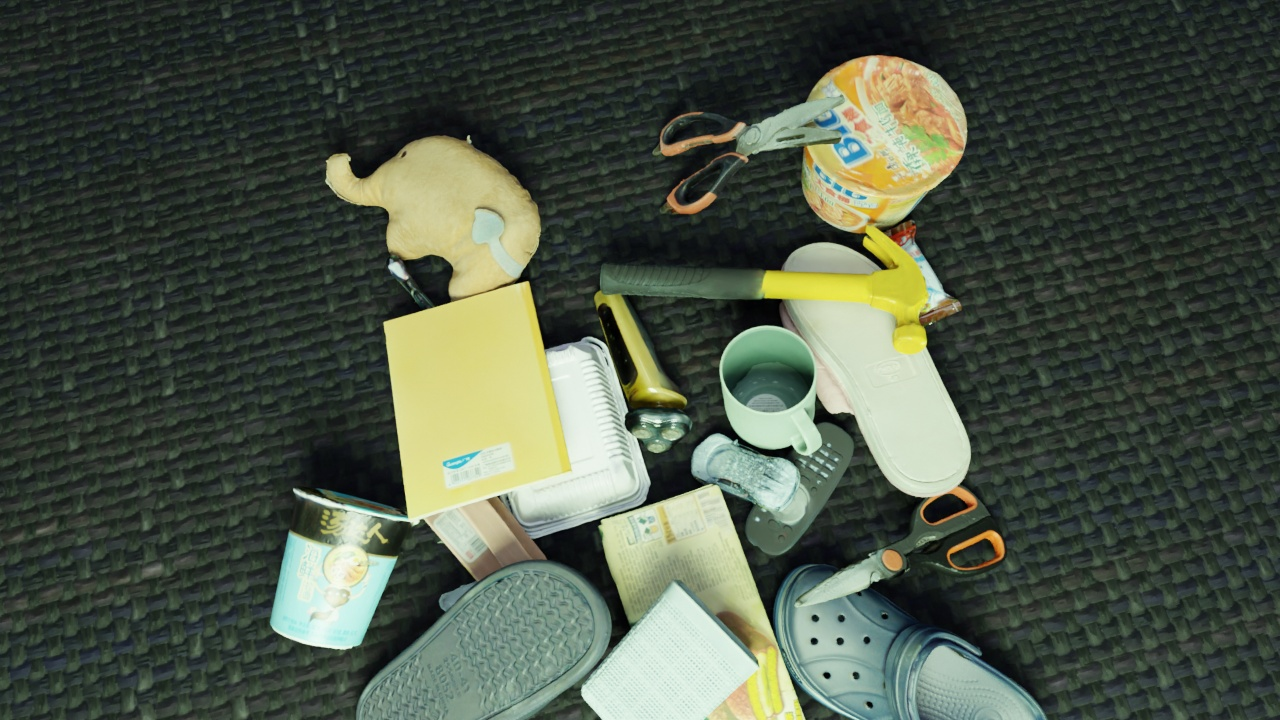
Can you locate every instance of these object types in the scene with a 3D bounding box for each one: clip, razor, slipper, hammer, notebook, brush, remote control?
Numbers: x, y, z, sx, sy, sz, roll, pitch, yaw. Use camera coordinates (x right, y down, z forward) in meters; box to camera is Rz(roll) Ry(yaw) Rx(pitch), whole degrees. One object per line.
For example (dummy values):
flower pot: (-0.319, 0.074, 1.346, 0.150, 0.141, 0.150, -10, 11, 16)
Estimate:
clip: (-0.153, 0.209, 0.825, 0.057, 0.028, 0.024, -17, 75, -14)
razor: (-0.201, -0.049, 0.889, 0.043, 0.022, 0.142, -42, 83, 9)
slipper: (0.214, 0.005, 0.859, 0.114, 0.054, 0.274, -21, 64, -9)
slipper: (-0.125, 0.253, 0.766, 0.269, 0.083, 0.110, -37, 67, 20)
hammer: (0.113, -0.072, 0.856, 0.301, 0.033, 0.128, 2, 58, 5)
slipper: (0.224, 0.266, 0.764, 0.253, 0.095, 0.105, 31, 73, 6)
notebook: (-0.150, 0.030, 0.820, 0.146, 0.010, 0.206, -17, 59, 0)
brush: (-0.132, 0.160, 0.807, 0.063, 0.073, 0.145, -36, 76, -28)
razor: (-0.005, 0.005, 0.867, 0.067, 0.062, 0.167, -6, 63, -37)
remote control: (0.146, 0.118, 0.844, 0.053, 0.024, 0.136, 34, 77, 15)

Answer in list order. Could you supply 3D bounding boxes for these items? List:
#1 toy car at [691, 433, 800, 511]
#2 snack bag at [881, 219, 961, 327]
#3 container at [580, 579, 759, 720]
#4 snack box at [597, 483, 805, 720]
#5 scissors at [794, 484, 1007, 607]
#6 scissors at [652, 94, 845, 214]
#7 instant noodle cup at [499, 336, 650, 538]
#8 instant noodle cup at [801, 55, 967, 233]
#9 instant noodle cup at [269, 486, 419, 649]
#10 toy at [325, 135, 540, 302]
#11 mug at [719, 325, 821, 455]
toy car: (0.093, 0.100, 0.835, 0.106, 0.031, 0.048, 19, 71, 28)
snack bag: (0.271, -0.086, 0.903, 0.048, 0.026, 0.104, -24, 74, 6)
container: (0.022, 0.242, 0.712, 0.090, 0.090, 0.111, 43, 84, 14)
snack box: (0.053, 0.237, 0.790, 0.114, 0.063, 0.240, -19, 74, -4)
scissors: (0.215, 0.159, 0.794, 0.234, 0.022, 0.125, 2, 56, -17)
scissors: (0.094, -0.200, 0.881, 0.214, 0.015, 0.197, -53, 51, 21)
instant noodle cup: (-0.077, 0.064, 0.848, 0.138, 0.060, 0.173, -17, 72, -4)
instant noodle cup: (0.225, -0.201, 0.893, 0.151, 0.111, 0.151, 0, 73, 1)
instant noodle cup: (-0.263, 0.181, 0.797, 0.111, 0.111, 0.120, 14, 82, 5)
toy: (-0.200, -0.155, 0.902, 0.226, 0.082, 0.143, 36, 92, 11)
mug: (0.123, 0.039, 0.818, 0.082, 0.106, 0.111, -33, 64, -7)
